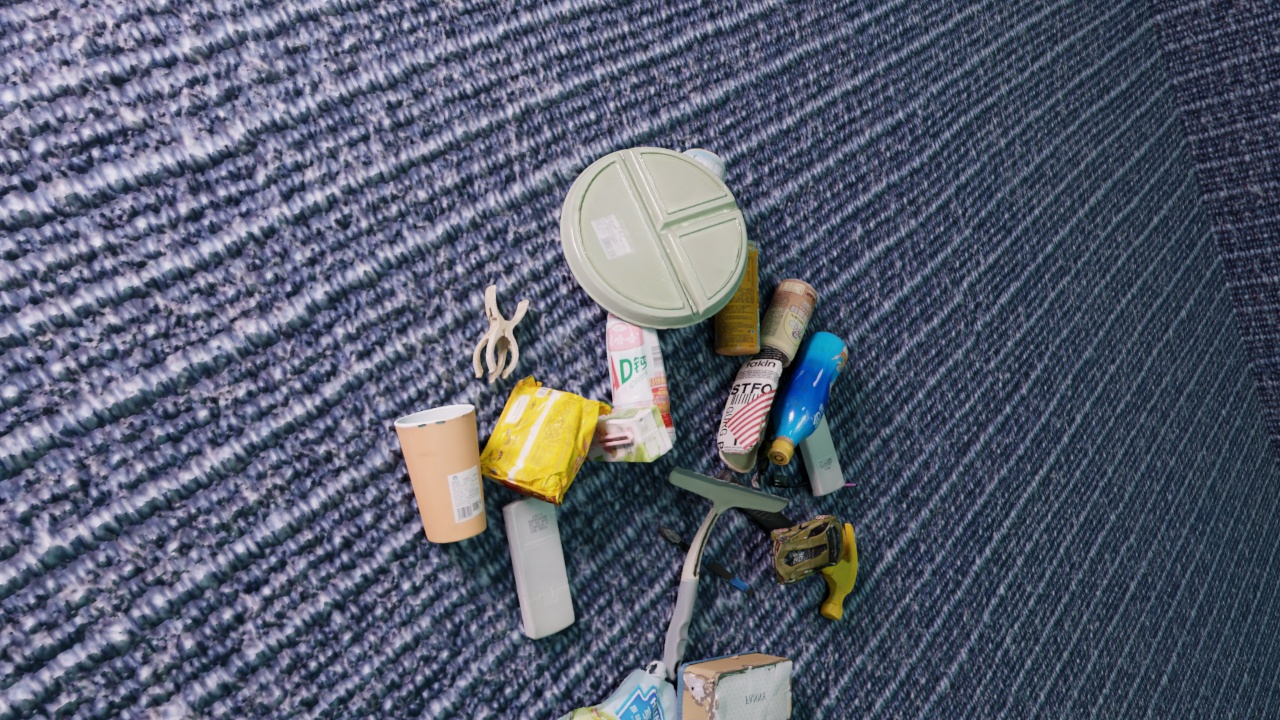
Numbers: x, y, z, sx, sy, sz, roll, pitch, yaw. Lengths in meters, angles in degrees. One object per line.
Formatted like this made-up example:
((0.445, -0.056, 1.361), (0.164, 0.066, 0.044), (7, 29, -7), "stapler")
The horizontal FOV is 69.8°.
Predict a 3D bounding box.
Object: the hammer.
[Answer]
((0.201, 0.233, 1.240), (0.300, 0.033, 0.128), (39, 61, -31), "hammer")

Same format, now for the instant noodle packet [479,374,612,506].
((-0.102, 0.082, 0.962), (0.044, 0.111, 0.128), (77, 35, -55), "instant noodle packet")

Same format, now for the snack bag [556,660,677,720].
((-0.026, 0.418, 1.026), (0.190, 0.039, 0.110), (-16, 89, -42), "snack bag")

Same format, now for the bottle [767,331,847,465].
((0.220, 0.051, 1.235), (0.065, 0.065, 0.218), (53, 47, -23), "bottle")

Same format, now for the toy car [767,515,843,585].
((0.223, 0.247, 1.210), (0.157, 0.042, 0.070), (-11, 93, -43), "toy car")

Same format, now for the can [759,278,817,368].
((0.197, -0.051, 1.250), (0.058, 0.059, 0.116), (42, 61, -29), "can")

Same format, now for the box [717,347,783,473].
((0.150, 0.065, 1.188), (0.086, 0.076, 0.161), (47, 50, -41), "box")

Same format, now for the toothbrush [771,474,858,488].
((0.250, 0.172, 1.301), (0.189, 0.014, 0.017), (7, 71, -40), "toothbrush")

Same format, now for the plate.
((0.021, -0.149, 1.068), (0.230, 0.028, 0.230), (4, 72, -14), "plate")

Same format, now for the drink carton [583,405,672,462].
((-0.026, 0.082, 1.005), (0.045, 0.123, 0.053), (-28, 104, -37), "drink carton")

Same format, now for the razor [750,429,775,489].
((0.164, 0.136, 1.201), (0.042, 0.022, 0.142), (64, 26, -8), "razor")

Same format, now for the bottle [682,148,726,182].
((0.054, -0.170, 1.136), (0.068, 0.068, 0.189), (30, 67, -34), "bottle")

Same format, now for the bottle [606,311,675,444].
((-0.006, 0.006, 1.070), (0.068, 0.068, 0.197), (-7, 86, -41), "bottle")

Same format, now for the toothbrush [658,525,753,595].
((0.086, 0.254, 1.152), (0.189, 0.016, 0.014), (40, 67, -31), "toothbrush")

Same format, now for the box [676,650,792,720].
((0.122, 0.408, 1.123), (0.184, 0.063, 0.089), (14, 77, -49), "box")

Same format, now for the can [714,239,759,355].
((0.125, -0.081, 1.193), (0.058, 0.058, 0.146), (5, 82, -40), "can")

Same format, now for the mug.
((-0.189, 0.111, 0.898), (0.078, 0.078, 0.123), (-16, 100, -40), "mug")

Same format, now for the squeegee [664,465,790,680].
((0.067, 0.261, 1.108), (0.246, 0.039, 0.246), (22, 85, -47), "squeegee")

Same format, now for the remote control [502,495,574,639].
((-0.109, 0.220, 0.985), (0.058, 0.021, 0.150), (-12, 93, -40), "remote control")

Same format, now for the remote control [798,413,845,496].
((0.248, 0.120, 1.290), (0.056, 0.019, 0.135), (-15, 88, -41), "remote control")

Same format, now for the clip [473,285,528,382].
((-0.149, -0.027, 0.975), (0.072, 0.035, 0.100), (22, 63, -36), "clip")
